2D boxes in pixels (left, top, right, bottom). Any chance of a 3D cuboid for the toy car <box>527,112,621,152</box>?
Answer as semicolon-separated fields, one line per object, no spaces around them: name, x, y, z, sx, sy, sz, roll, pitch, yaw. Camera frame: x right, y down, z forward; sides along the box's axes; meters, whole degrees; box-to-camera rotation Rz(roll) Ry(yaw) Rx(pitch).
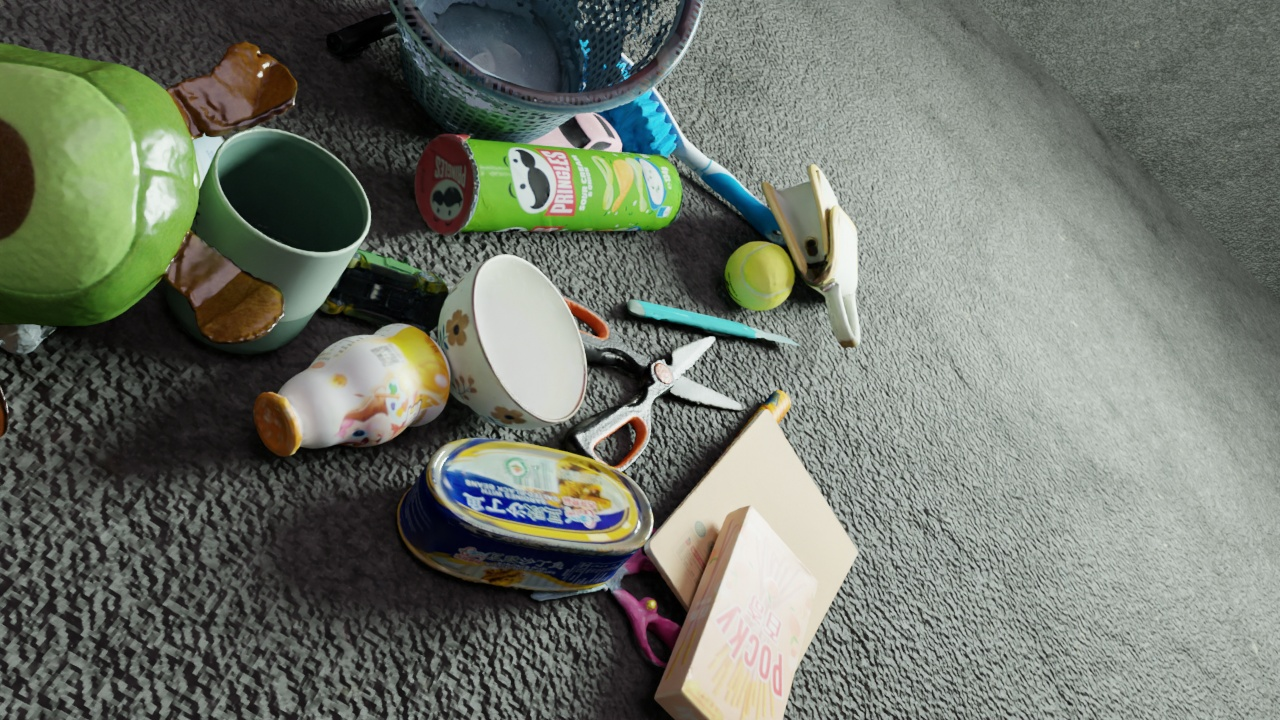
toy car;-0.062;-0.199;0.822;0.122;0.037;0.056;-23;74;-49

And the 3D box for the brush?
brush;0.034;-0.212;0.915;0.314;0.061;0.109;46;34;-7

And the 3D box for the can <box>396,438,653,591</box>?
can;-0.065;0.092;0.546;0.148;0.049;0.074;15;43;-29

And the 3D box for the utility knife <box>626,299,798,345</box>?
utility knife;0.068;-0.030;0.815;0.209;0.013;0.029;9;25;-37

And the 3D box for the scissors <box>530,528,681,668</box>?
scissors;-0.013;0.138;0.596;0.133;0.017;0.128;42;40;-3

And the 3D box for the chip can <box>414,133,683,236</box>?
chip can;-0.064;-0.138;0.739;0.235;0.072;0.072;-10;65;-48

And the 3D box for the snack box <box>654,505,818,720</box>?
snack box;0.068;0.179;0.599;0.084;0.026;0.156;49;39;-16

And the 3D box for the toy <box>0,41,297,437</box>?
toy;-0.280;-0.077;0.397;0.246;0.090;0.227;-2;86;-11

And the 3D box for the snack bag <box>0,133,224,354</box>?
snack bag;-0.311;-0.087;0.489;0.110;0.039;0.190;41;42;-17

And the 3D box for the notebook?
notebook;0.092;0.141;0.679;0.148;0.008;0.207;57;38;-5

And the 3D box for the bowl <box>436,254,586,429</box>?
bowl;-0.092;-0.005;0.593;0.113;0.062;0.113;43;36;-43

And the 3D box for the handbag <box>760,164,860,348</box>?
handbag;0.189;-0.097;0.911;0.163;0.063;0.178;7;63;-70

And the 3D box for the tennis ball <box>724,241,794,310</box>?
tennis ball;0.112;-0.079;0.860;0.065;0.066;0.065;25;43;-26

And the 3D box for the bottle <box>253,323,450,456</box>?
bottle;-0.161;0.019;0.517;0.063;0.063;0.108;54;38;8

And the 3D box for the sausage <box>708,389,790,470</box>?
sausage;0.091;0.063;0.754;0.021;0.022;0.164;48;38;1

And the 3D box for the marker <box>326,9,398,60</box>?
marker;-0.211;-0.277;0.760;0.022;0.020;0.131;56;36;-17

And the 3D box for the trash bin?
trash bin;-0.092;-0.260;0.683;0.226;0.195;0.226;2;83;-20

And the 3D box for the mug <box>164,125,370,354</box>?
mug;-0.213;-0.072;0.510;0.082;0.107;0.111;-2;60;-43

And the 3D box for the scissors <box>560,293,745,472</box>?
scissors;-0.002;0.020;0.708;0.221;0.022;0.221;35;41;-24

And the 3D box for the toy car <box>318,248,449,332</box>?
toy car;-0.168;-0.048;0.583;0.091;0.043;0.036;20;23;-20
